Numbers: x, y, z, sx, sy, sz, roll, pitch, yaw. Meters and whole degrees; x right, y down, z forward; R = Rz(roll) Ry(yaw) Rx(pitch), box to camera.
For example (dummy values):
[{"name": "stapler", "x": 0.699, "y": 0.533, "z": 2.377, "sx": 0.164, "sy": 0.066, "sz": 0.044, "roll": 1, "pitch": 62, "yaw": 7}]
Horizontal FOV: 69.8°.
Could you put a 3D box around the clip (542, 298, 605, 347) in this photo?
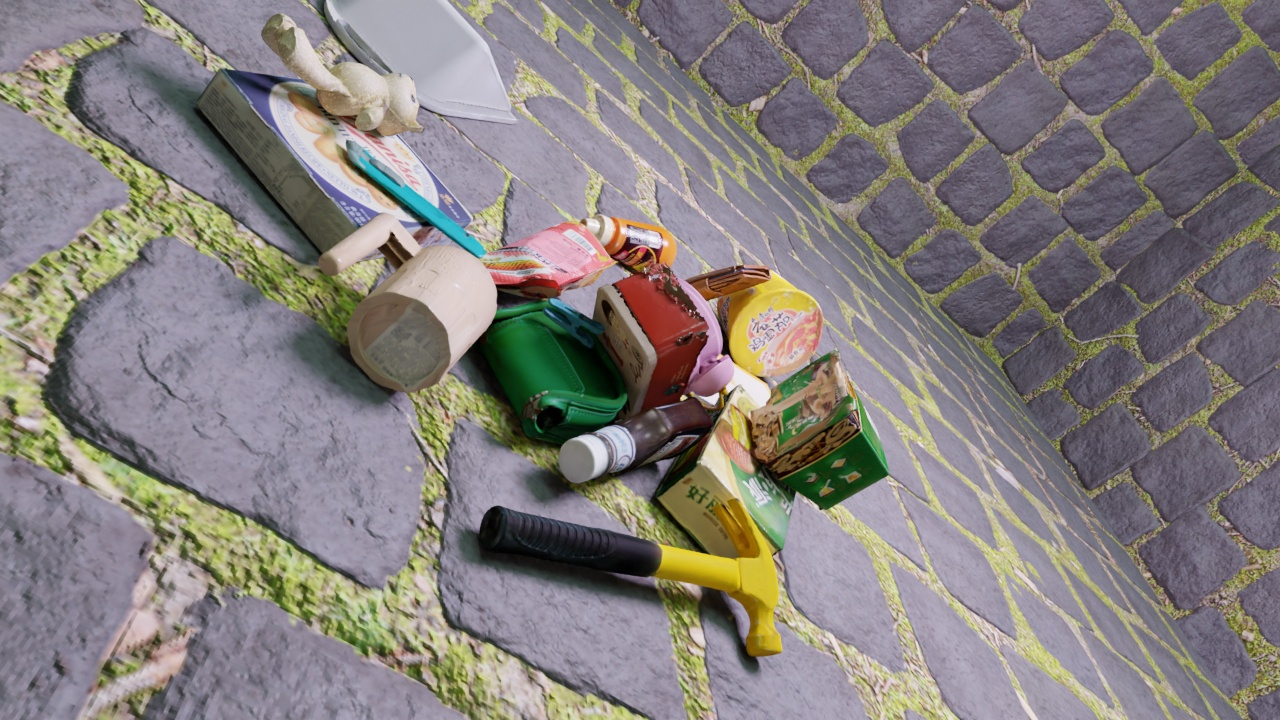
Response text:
[{"name": "clip", "x": -0.058, "y": -0.034, "z": 0.795, "sx": 0.057, "sy": 0.047, "sz": 0.014, "roll": 31, "pitch": 32, "yaw": -8}]

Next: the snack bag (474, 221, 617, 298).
[{"name": "snack bag", "x": -0.104, "y": -0.092, "z": 0.902, "sx": 0.129, "sy": 0.073, "sz": 0.207, "roll": 11, "pitch": 16, "yaw": 15}]

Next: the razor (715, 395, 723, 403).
[{"name": "razor", "x": 0.137, "y": 0.096, "z": 1.088, "sx": 0.132, "sy": 0.028, "sz": 0.043, "roll": 38, "pitch": 46, "yaw": -12}]

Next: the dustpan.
[{"name": "dustpan", "x": -0.290, "y": -0.389, "z": 1.183, "sx": 0.222, "sy": 0.142, "sz": 0.258, "roll": 48, "pitch": -7, "yaw": 3}]

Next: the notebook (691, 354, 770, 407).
[{"name": "notebook", "x": 0.115, "y": 0.036, "z": 1.175, "sx": 0.206, "sy": 0.010, "sz": 0.145, "roll": 31, "pitch": 26, "yaw": -33}]

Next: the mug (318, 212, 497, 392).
[{"name": "mug", "x": -0.176, "y": -0.048, "z": 0.691, "sx": 0.124, "sy": 0.084, "sz": 0.103, "roll": 51, "pitch": 22, "yaw": -14}]

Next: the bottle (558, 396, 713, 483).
[{"name": "bottle", "x": -0.005, "y": 0.072, "z": 0.806, "sx": 0.044, "sy": 0.080, "sz": 0.194, "roll": 57, "pitch": 26, "yaw": 13}]

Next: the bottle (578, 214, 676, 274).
[{"name": "bottle", "x": -0.020, "y": -0.158, "z": 1.207, "sx": 0.149, "sy": 0.067, "sz": 0.066, "roll": 14, "pitch": 38, "yaw": -42}]

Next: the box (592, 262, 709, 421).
[{"name": "box", "x": 0.007, "y": -0.014, "z": 0.845, "sx": 0.080, "sy": 0.169, "sz": 0.091, "roll": -25, "pitch": 70, "yaw": -20}]

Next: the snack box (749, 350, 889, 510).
[{"name": "snack box", "x": 0.191, "y": 0.078, "z": 0.936, "sx": 0.105, "sy": 0.118, "sz": 0.118, "roll": 45, "pitch": 24, "yaw": -22}]

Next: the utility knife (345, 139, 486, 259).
[{"name": "utility knife", "x": -0.194, "y": -0.139, "z": 0.798, "sx": 0.151, "sy": 0.013, "sz": 0.029, "roll": 39, "pitch": 27, "yaw": -22}]

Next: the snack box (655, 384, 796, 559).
[{"name": "snack box", "x": 0.098, "y": 0.116, "z": 0.936, "sx": 0.114, "sy": 0.063, "sz": 0.239, "roll": 48, "pitch": 21, "yaw": -2}]

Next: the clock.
[{"name": "clock", "x": 0.038, "y": -0.013, "z": 0.944, "sx": 0.117, "sy": 0.059, "sz": 0.158, "roll": -3, "pitch": -63, "yaw": 62}]

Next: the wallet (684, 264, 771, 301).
[{"name": "wallet", "x": 0.095, "y": -0.101, "z": 1.224, "sx": 0.118, "sy": 0.131, "sz": 0.035, "roll": -13, "pitch": 87, "yaw": -61}]

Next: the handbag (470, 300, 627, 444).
[{"name": "handbag", "x": -0.082, "y": 0.009, "z": 0.790, "sx": 0.120, "sy": 0.068, "sz": 0.131, "roll": 6, "pitch": 44, "yaw": -58}]

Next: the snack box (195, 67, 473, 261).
[{"name": "snack box", "x": -0.261, "y": -0.171, "z": 0.810, "sx": 0.178, "sy": 0.046, "sz": 0.182, "roll": 48, "pitch": 23, "yaw": 4}]

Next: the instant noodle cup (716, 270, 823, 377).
[{"name": "instant noodle cup", "x": 0.175, "y": -0.061, "z": 1.304, "sx": 0.138, "sy": 0.138, "sz": 0.109, "roll": 34, "pitch": 16, "yaw": -29}]

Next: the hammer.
[{"name": "hammer", "x": 0.007, "y": 0.154, "z": 0.716, "sx": 0.300, "sy": 0.033, "sz": 0.128, "roll": 21, "pitch": 54, "yaw": -39}]

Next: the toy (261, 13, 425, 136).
[{"name": "toy", "x": -0.254, "y": -0.243, "z": 0.793, "sx": 0.105, "sy": 0.066, "sz": 0.157, "roll": 39, "pitch": 8, "yaw": 32}]
